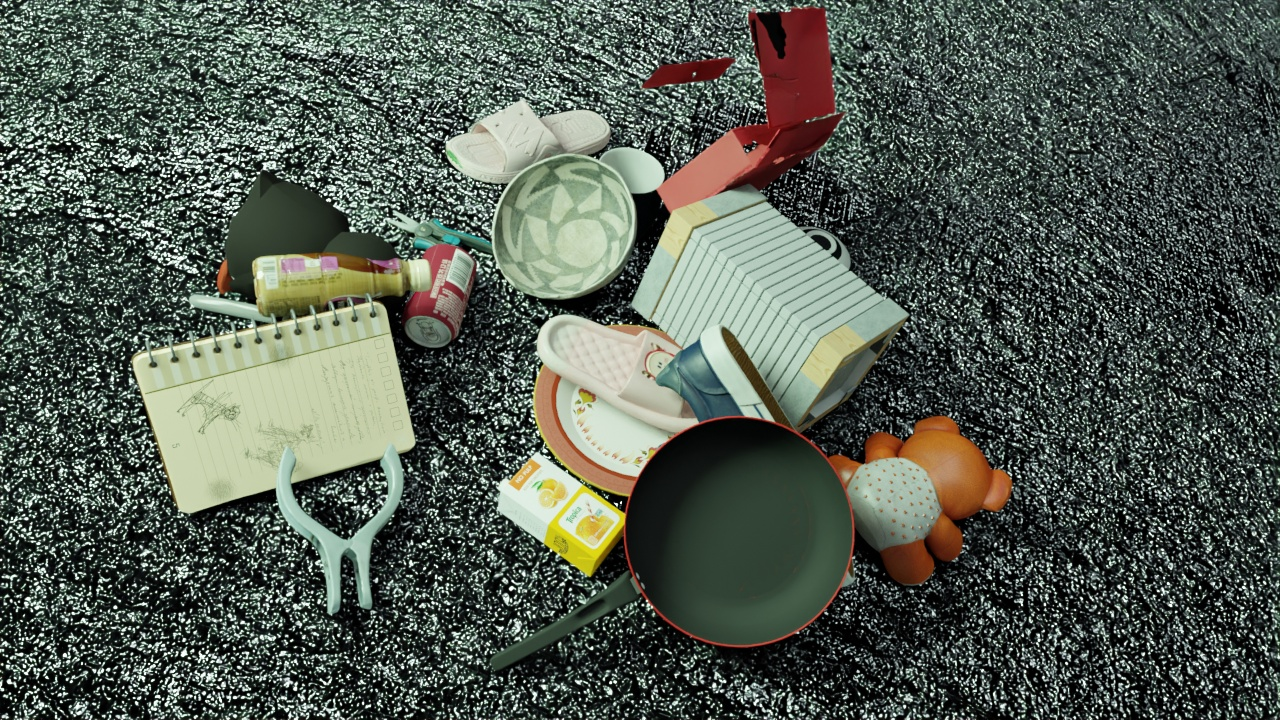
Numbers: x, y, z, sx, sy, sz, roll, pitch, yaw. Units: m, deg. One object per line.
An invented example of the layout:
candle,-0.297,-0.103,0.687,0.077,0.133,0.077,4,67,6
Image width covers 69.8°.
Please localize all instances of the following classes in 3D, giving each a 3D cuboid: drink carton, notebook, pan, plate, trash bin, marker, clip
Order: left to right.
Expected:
marker,-0.423,-0.050,1.002,0.138,0.016,0.022,11,75,-4
notebook,-0.339,0.038,0.870,0.225,0.167,0.024,-15,20,-24
clip,-0.302,0.143,0.845,0.158,0.030,0.173,15,56,-18
drink carton,-0.080,0.151,0.913,0.122,0.040,0.058,33,53,12
plate,-0.005,0.055,1.017,0.229,0.021,0.229,7,52,-9
pan,0.025,0.191,0.849,0.356,0.067,0.209,-28,88,0
trash bin,0.142,-0.058,1.046,0.247,0.143,0.142,44,45,20

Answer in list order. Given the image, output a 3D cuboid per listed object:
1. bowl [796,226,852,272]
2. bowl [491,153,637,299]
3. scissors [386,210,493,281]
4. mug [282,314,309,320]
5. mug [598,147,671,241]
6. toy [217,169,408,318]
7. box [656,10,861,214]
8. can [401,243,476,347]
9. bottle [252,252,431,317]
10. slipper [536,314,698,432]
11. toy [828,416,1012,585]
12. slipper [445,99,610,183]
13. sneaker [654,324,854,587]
bowl,0.222,-0.130,1.187,0.120,0.067,0.120,7,52,-9
bowl,-0.083,-0.152,1.104,0.178,0.081,0.178,-2,80,13
scissors,-0.236,-0.143,1.115,0.148,0.019,0.122,-5,58,-11
mug,-0.332,-0.001,0.937,0.073,0.090,0.105,26,51,7
mug,-0.002,-0.205,1.172,0.121,0.095,0.085,5,52,-11
toy,-0.337,-0.112,0.986,0.184,0.140,0.158,25,39,2
box,0.169,-0.298,1.102,0.121,0.319,0.210,40,36,15
can,-0.226,-0.074,1.036,0.063,0.063,0.113,11,51,-5
bottle,-0.292,-0.079,0.908,0.165,0.060,0.059,-7,55,-20
slipper,-0.006,0.006,1.002,0.221,0.056,0.106,22,49,2
toy,0.299,0.140,0.991,0.172,0.093,0.163,-27,60,-15
slipper,-0.143,-0.304,1.234,0.238,0.065,0.094,-22,61,-29
sneaker,0.108,0.117,0.937,0.294,0.127,0.120,57,18,0
